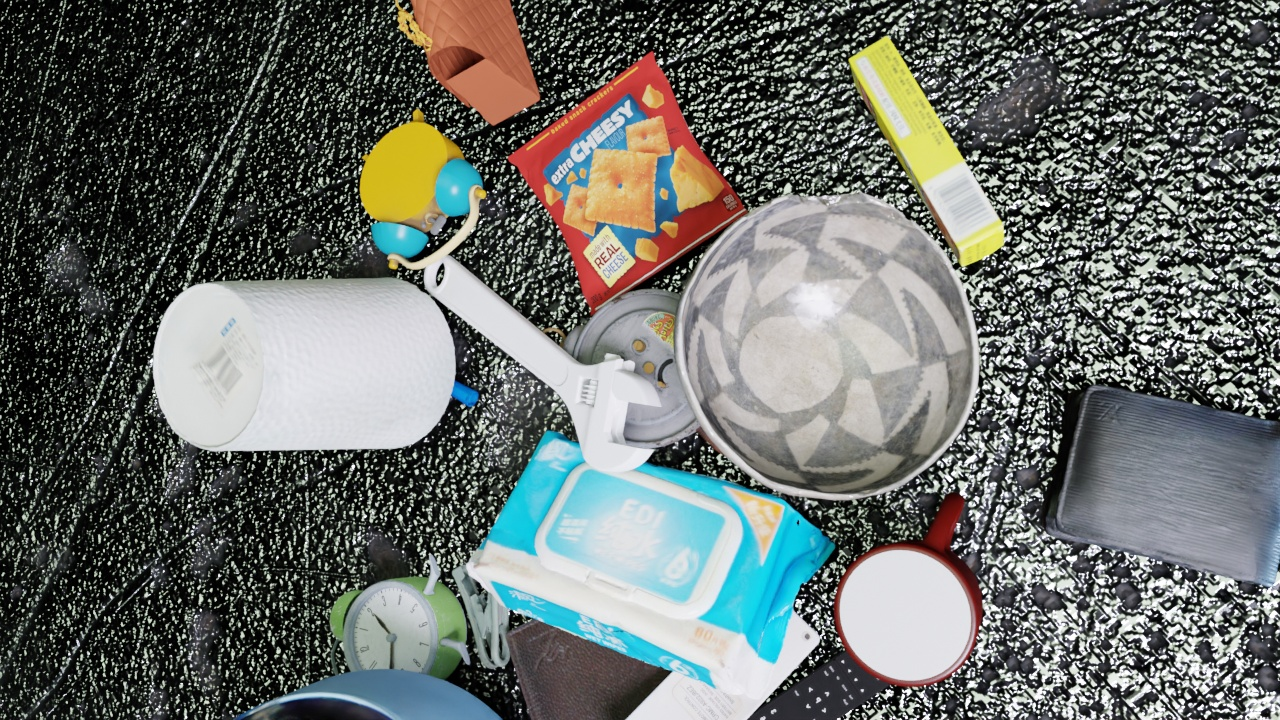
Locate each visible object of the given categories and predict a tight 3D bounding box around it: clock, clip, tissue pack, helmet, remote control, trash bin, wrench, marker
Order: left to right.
[{"bbox_3d":[-0.232,0.003,0.638,0.133,0.161,0.133,0,91,27],"label":"trash bin"},{"bbox_3d":[-0.154,0.317,0.563,0.226,0.166,0.266,21,98,26],"label":"helmet"},{"bbox_3d":[-0.174,0.201,0.659,0.119,0.042,0.094,-28,71,15],"label":"clock"},{"bbox_3d":[-0.183,0.001,0.711,0.142,0.013,0.013,26,92,24],"label":"marker"},{"bbox_3d":[-0.173,-0.132,0.715,0.099,0.043,0.129,-36,63,13],"label":"clock"},{"bbox_3d":[-0.107,0.178,0.647,0.057,0.023,0.076,-19,73,20],"label":"clip"},{"bbox_3d":[-0.079,-0.012,0.630,0.273,0.018,0.066,36,107,40],"label":"wrench"},{"bbox_3d":[-0.004,0.004,0.615,0.148,0.056,0.104,15,87,21],"label":"clock"},{"bbox_3d":[0.004,0.122,0.570,0.209,0.066,0.116,16,58,22],"label":"tissue pack"},{"bbox_3d":[0.046,0.201,0.563,0.135,0.011,0.050,-43,67,-11],"label":"remote control"},{"bbox_3d":[0.089,0.223,0.566,0.140,0.009,0.030,-39,69,12],"label":"remote control"}]

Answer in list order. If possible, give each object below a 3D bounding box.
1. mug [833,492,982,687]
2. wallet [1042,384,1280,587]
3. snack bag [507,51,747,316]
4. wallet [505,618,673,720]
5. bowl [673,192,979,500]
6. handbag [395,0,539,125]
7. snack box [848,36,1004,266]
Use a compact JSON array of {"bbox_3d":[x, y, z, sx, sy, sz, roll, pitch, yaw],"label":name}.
[{"bbox_3d":[0.158,0.123,0.514,0.073,0.082,0.105,22,90,24],"label":"mug"},{"bbox_3d":[0.289,0.066,0.502,0.115,0.026,0.089,12,84,23],"label":"wallet"},{"bbox_3d":[-0.012,-0.125,0.648,0.131,0.039,0.144,-33,71,14],"label":"snack bag"},{"bbox_3d":[-0.026,0.204,0.606,0.120,0.031,0.099,-28,68,17],"label":"wallet"},{"bbox_3d":[0.102,-0.004,0.551,0.178,0.081,0.178,1,80,-7],"label":"bowl"},{"bbox_3d":[-0.148,-0.276,0.690,0.060,0.108,0.171,-23,73,17],"label":"handbag"},{"bbox_3d":[0.177,-0.131,0.572,0.029,0.040,0.148,-29,72,14],"label":"snack box"}]
